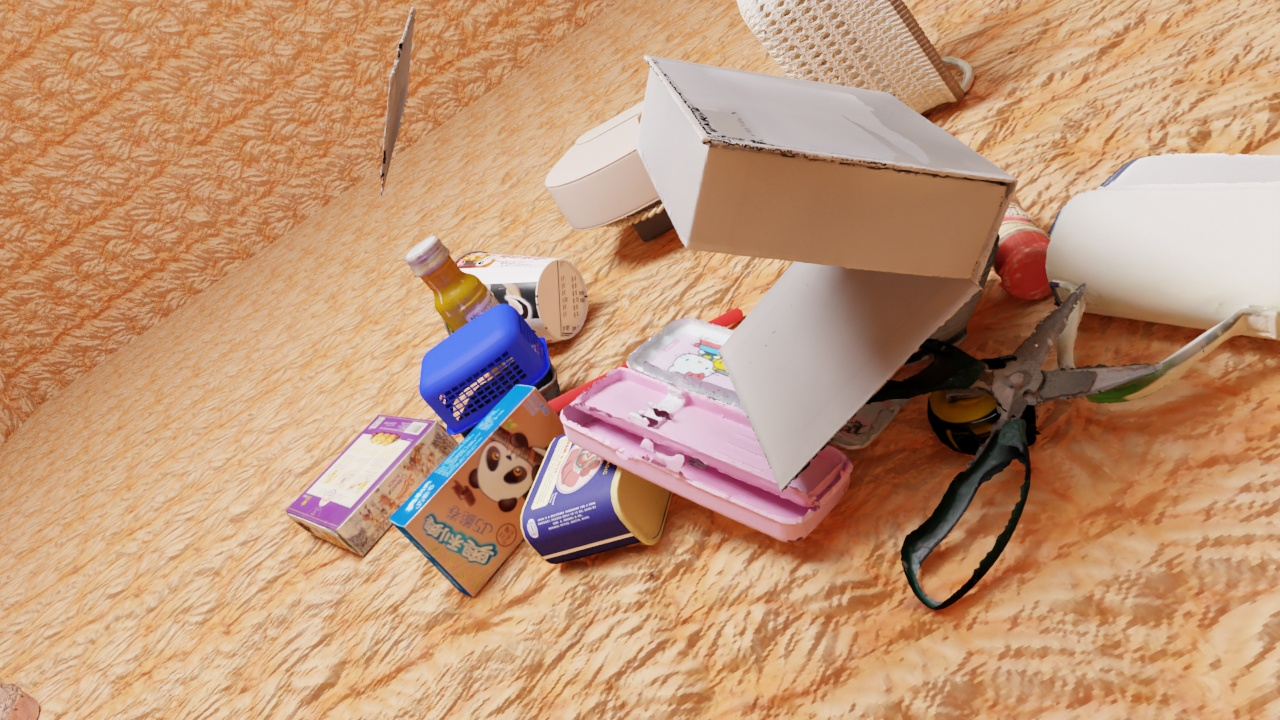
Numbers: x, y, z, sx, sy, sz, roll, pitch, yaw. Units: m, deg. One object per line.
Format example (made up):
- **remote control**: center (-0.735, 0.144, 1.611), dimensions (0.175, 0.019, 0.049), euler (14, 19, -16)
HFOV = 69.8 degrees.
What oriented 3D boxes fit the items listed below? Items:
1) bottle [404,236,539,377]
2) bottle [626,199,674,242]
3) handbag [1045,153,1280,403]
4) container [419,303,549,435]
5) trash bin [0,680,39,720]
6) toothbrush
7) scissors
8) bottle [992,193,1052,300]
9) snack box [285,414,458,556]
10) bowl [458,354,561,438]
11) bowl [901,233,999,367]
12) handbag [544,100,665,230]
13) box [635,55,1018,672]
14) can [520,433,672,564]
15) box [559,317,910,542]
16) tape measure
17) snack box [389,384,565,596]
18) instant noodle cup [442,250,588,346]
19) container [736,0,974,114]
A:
- **bottle**: center (-0.159, -0.039, 0.905), dimensions (0.053, 0.186, 0.053), euler (-28, 28, 16)
- **bottle**: center (0.069, -0.210, 1.070), dimensions (0.174, 0.046, 0.083), euler (-25, 29, 22)
- **handbag**: center (0.296, -0.047, 0.506), dimensions (0.175, 0.074, 0.151), euler (-43, 27, -13)
- **container**: center (-0.147, 0.004, 0.839), dimensions (0.114, 0.058, 0.096), euler (-33, 27, 6)
- **trash bin**: center (-0.773, 0.362, 0.956), dimensions (0.151, 0.210, 0.151), euler (-27, 28, 15)
- **toothbrush**: center (-0.005, 0.005, 0.807), dimensions (0.212, 0.012, 0.018), euler (-27, 0, -7)
- **scissors**: center (0.176, 0.046, 0.509), dimensions (0.202, 0.015, 0.202), euler (-10, 52, 42)
- **bottle**: center (0.261, -0.084, 0.644), dimensions (0.044, 0.044, 0.109), euler (-26, 27, 19)
- **snack box**: center (-0.278, 0.123, 0.948), dimensions (0.144, 0.040, 0.147), euler (1, 45, 51)
- **bowl**: center (-0.113, 0.048, 0.857), dimensions (0.110, 0.055, 0.110), euler (-27, 28, 16)
- **bowl**: center (0.183, -0.032, 0.616), dimensions (0.137, 0.057, 0.137), euler (-25, 4, 2)
- **handbag**: center (-0.006, -0.239, 1.039), dimensions (0.211, 0.103, 0.208), euler (-24, 25, 20)
- **box**: center (0.123, 0.012, 0.590), dimensions (0.173, 0.423, 0.167), euler (-16, 32, 0)
- **can**: center (-0.029, 0.092, 0.685), dimensions (0.092, 0.056, 0.116), euler (-21, 30, 30)
- **box**: center (0.061, 0.038, 0.628), dimensions (0.201, 0.038, 0.152), euler (21, 42, 36)
- **tape measure**: center (0.201, 0.026, 0.544), dimensions (0.061, 0.034, 0.061), euler (-20, 31, 32)
- **snack box**: center (-0.116, 0.102, 0.737), dimensions (0.151, 0.087, 0.034), euler (-48, 30, -24)
- **instant noodle cup**: center (-0.131, -0.064, 1.005), dimensions (0.122, 0.124, 0.123), euler (-1, 42, 35)
- **container**: center (0.206, -0.336, 0.912), dimensions (0.143, 0.246, 0.184), euler (-34, 28, 24)
